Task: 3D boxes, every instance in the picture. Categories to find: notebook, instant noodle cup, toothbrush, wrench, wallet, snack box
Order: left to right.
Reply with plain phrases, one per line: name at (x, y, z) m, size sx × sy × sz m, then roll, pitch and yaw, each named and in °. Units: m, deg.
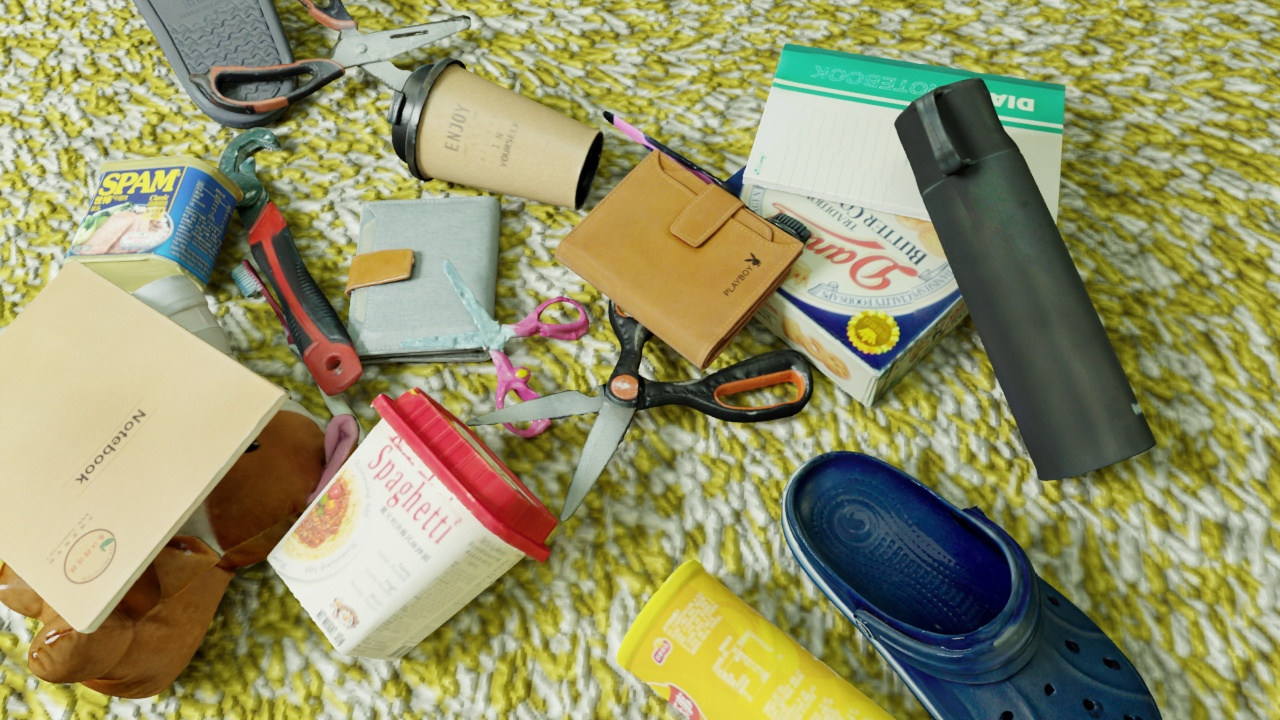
notebook at (-0.307, 0.034, 0.502) m, size 0.208 × 0.008 × 0.147 m, roll 26°, pitch 70°, yaw 26°
wrench at (-0.258, -0.078, 0.665) m, size 0.056 × 0.016 × 0.273 m, roll -31°, pitch 59°, yaw -2°
toothbrush at (-0.239, -0.006, 0.636) m, size 0.017 × 0.016 × 0.187 m, roll -38°, pitch 66°, yaw -8°
instant noodle cup at (-0.130, 0.098, 0.525) m, size 0.116 × 0.117 × 0.124 m, roll 41°, pitch 82°, yaw 22°
wallet at (-0.155, -0.061, 0.650) m, size 0.106 × 0.037 × 0.129 m, roll -2°, pitch 62°, yaw 0°
wallet at (0.025, -0.070, 0.603) m, size 0.132 × 0.031 × 0.107 m, roll 39°, pitch 77°, yaw 20°
toothbrush at (0.043, -0.131, 0.643) m, size 0.189 × 0.014 × 0.017 m, roll 38°, pitch 59°, yaw 24°
snack box at (0.152, -0.087, 0.645) m, size 0.182 × 0.046 × 0.178 m, roll -40°, pitch 66°, yaw -18°
notebook at (0.191, -0.160, 0.653) m, size 0.209 × 0.012 × 0.150 m, roll 13°, pitch 59°, yaw 10°

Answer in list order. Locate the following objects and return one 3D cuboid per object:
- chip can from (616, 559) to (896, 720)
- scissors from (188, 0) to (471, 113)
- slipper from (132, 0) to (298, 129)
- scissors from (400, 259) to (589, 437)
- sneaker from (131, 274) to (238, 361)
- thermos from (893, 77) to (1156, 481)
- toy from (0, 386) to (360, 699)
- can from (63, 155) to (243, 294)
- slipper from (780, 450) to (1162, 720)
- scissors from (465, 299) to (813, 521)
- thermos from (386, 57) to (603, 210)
chip can at (0.090, 0.195, 0.477) m, size 0.213 × 0.072 × 0.072 m, roll 34°, pitch 68°, yaw 19°
scissors at (-0.246, -0.250, 0.737) m, size 0.223 × 0.015 × 0.188 m, roll 37°, pitch 75°, yaw -1°
slipper at (-0.368, -0.303, 0.776) m, size 0.110 × 0.083 × 0.268 m, roll -25°, pitch 82°, yaw -13°
scissors at (-0.090, -0.015, 0.614) m, size 0.134 × 0.017 × 0.133 m, roll -31°, pitch 86°, yaw -26°
sneaker at (-0.365, 0.047, 0.582) m, size 0.242 × 0.089 × 0.091 m, roll -33°, pitch 96°, yaw -2°
thermos at (0.222, -0.049, 0.554) m, size 0.069 × 0.089 × 0.242 m, roll -27°, pitch 81°, yaw 35°
toy at (-0.261, 0.089, 0.532) m, size 0.140 × 0.130 × 0.199 m, roll 22°, pitch 54°, yaw 42°
can at (-0.349, -0.095, 0.658) m, size 0.102 × 0.057 × 0.083 m, roll 0°, pitch 65°, yaw 18°
slipper at (0.181, 0.137, 0.495) m, size 0.105 × 0.095 × 0.253 m, roll -37°, pitch 62°, yaw -14°
scissors at (0.008, 0.009, 0.590) m, size 0.232 × 0.022 × 0.220 m, roll 6°, pitch 51°, yaw -5°
thermos at (-0.104, -0.162, 0.678) m, size 0.143 × 0.093 × 0.092 m, roll 20°, pitch 64°, yaw 5°
